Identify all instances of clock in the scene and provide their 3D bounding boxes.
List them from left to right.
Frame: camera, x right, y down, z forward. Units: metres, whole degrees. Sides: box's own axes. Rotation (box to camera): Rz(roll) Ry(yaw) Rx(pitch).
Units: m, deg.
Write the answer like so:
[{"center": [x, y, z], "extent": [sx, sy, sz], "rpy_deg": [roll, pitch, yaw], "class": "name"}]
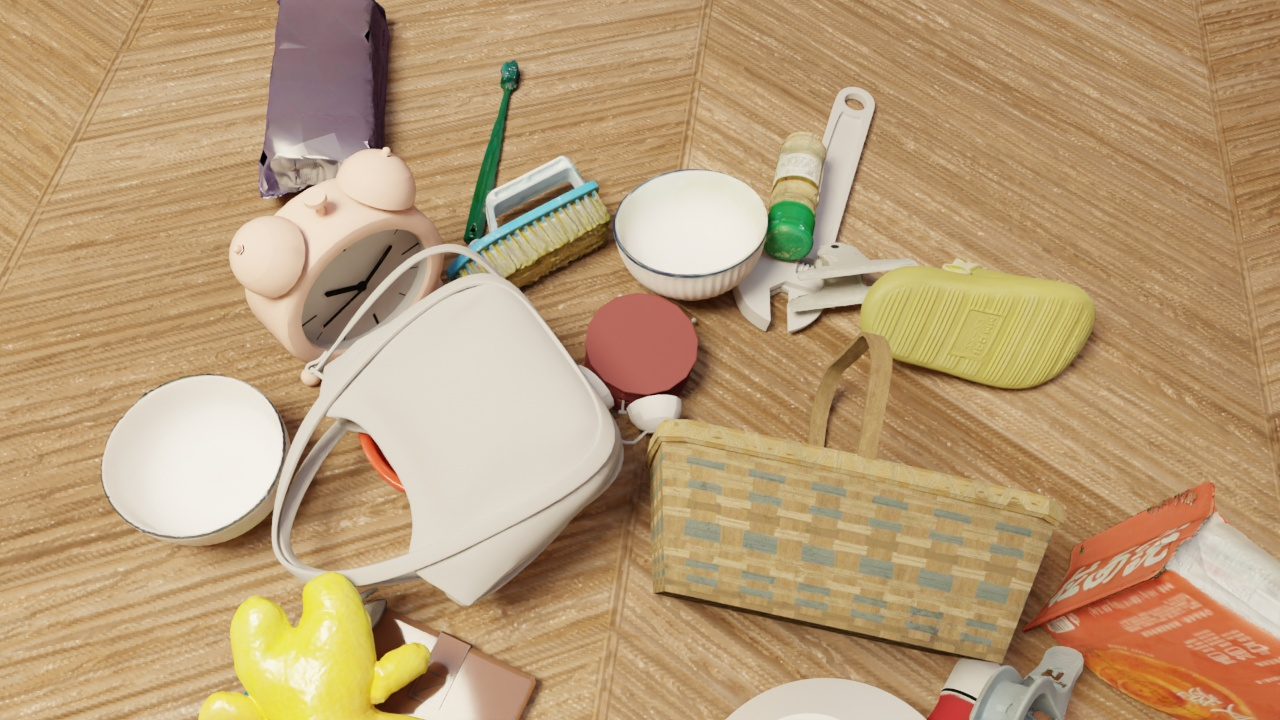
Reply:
[{"center": [-0.210, -0.068, 0.637], "extent": [0.130, 0.161, 0.086], "rpy_deg": [-41, 74, -21], "class": "clock"}, {"center": [-0.004, 0.004, 0.688], "extent": [0.087, 0.044, 0.124], "rpy_deg": [18, 64, 3], "class": "clock"}]

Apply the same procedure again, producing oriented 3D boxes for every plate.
[{"center": [0.100, 0.258, 0.531], "extent": [0.174, 0.036, 0.173], "rpy_deg": [-16, 41, 14], "class": "plate"}]

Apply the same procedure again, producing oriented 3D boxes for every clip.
[{"center": [0.162, -0.067, 0.729], "extent": [0.102, 0.054, 0.057], "rpy_deg": [-7, 99, -14], "class": "clip"}, {"center": [0.232, 0.235, 0.553], "extent": [0.028, 0.163, 0.106], "rpy_deg": [7, 91, 40], "class": "clip"}]

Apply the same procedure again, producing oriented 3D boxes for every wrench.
[{"center": [0.147, -0.139, 0.787], "extent": [0.087, 0.018, 0.272], "rpy_deg": [18, 63, 3], "class": "wrench"}]

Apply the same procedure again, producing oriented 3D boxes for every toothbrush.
[{"center": [-0.125, -0.181, 0.780], "extent": [0.016, 0.017, 0.189], "rpy_deg": [8, 64, -2], "class": "toothbrush"}]

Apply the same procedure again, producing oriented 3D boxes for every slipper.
[{"center": [0.255, -0.035, 0.721], "extent": [0.190, 0.092, 0.081], "rpy_deg": [7, 24, -12], "class": "slipper"}]

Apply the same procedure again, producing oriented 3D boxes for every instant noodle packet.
[{"center": [0.380, 0.197, 0.567], "extent": [0.221, 0.165, 0.083], "rpy_deg": [40, 65, 14], "class": "instant noodle packet"}]

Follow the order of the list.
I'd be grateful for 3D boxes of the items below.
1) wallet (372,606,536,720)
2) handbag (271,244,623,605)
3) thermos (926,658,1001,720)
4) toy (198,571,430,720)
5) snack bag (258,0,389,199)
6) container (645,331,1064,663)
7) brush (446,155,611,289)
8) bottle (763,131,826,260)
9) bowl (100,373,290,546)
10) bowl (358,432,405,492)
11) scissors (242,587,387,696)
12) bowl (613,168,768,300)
[{"center": [-0.138, 0.220, 0.589], "extent": [0.121, 0.013, 0.087], "rpy_deg": [22, 66, 8], "class": "wallet"}, {"center": [-0.142, 0.054, 0.597], "extent": [0.222, 0.096, 0.215], "rpy_deg": [-35, 71, -6], "class": "handbag"}, {"center": [0.164, 0.285, 0.555], "extent": [0.073, 0.073, 0.239], "rpy_deg": [35, 65, 11], "class": "thermos"}, {"center": [-0.177, 0.231, 0.528], "extent": [0.133, 0.092, 0.207], "rpy_deg": [-16, 77, -9], "class": "toy"}, {"center": [-0.263, -0.226, 0.765], "extent": [0.096, 0.058, 0.205], "rpy_deg": [-3, 64, -8], "class": "snack bag"}, {"center": [0.128, 0.081, 0.608], "extent": [0.250, 0.158, 0.186], "rpy_deg": [12, 75, 0], "class": "container"}, {"center": [-0.095, -0.101, 0.723], "extent": [0.135, 0.055, 0.075], "rpy_deg": [-31, 76, -18], "class": "brush"}, {"center": [0.126, -0.136, 0.749], "extent": [0.043, 0.043, 0.110], "rpy_deg": [14, 61, 1], "class": "bottle"}, {"center": [-0.290, 0.072, 0.617], "extent": [0.113, 0.063, 0.113], "rpy_deg": [2, 64, -5], "class": "bowl"}, {"center": [-0.133, 0.044, 0.656], "extent": [0.130, 0.045, 0.130], "rpy_deg": [2, 64, -5], "class": "bowl"}, {"center": [-0.219, 0.211, 0.576], "extent": [0.131, 0.019, 0.149], "rpy_deg": [-8, 58, 3], "class": "scissors"}, {"center": [0.040, -0.088, 0.719], "extent": [0.118, 0.062, 0.117], "rpy_deg": [-3, 52, 3], "class": "bowl"}]
